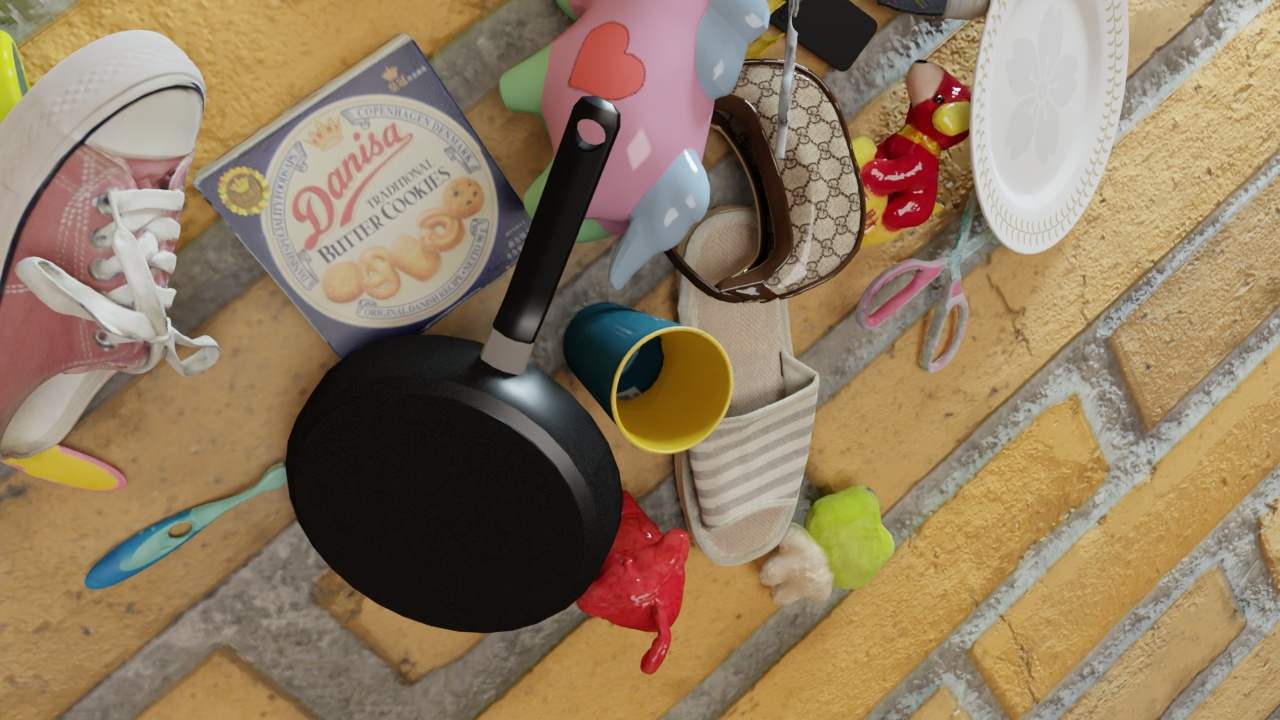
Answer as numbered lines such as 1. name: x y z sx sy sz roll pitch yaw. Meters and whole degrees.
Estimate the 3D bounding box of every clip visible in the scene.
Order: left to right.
1. clip: 0.068 -0.212 0.593 0.045 0.048 0.054 50 43 -12

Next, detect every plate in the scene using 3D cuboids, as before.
1. plate: 0.305 -0.201 0.688 0.241 0.016 0.243 -14 112 -40

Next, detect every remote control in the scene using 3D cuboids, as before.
1. remote control: 0.092 -0.246 0.609 0.151 0.020 0.041 24 116 -27

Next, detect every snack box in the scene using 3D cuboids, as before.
1. snack box: -0.154 -0.088 0.538 0.144 0.042 0.145 -38 117 -8

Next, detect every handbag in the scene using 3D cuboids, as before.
1. handbag: 0.068 -0.120 0.600 0.138 0.063 0.166 -17 93 -16

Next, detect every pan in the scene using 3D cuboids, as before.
1. pan: -0.086 0.024 0.508 0.204 0.044 0.357 24 122 -3

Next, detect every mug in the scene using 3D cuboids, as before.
1. mug: -0.003 0.003 0.586 0.078 0.121 0.078 -6 107 -22

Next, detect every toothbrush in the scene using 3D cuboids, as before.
1. toothbrush: -0.354 0.045 0.506 0.135 0.016 0.021 30 91 -27
2. toothbrush: -0.273 0.099 0.560 0.135 0.017 0.022 -31 115 -10

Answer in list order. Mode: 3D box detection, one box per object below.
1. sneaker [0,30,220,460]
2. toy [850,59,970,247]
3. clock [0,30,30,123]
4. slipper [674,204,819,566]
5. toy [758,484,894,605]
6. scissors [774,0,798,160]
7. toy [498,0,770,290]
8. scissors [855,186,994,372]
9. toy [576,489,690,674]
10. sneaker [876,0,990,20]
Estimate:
1. sneaker: -0.265 -0.038 0.451 0.088 0.118 0.241 35 109 7
2. toy: 0.190 -0.140 0.664 0.105 0.067 0.137 35 98 -35
3. clock: -0.323 -0.129 0.432 0.057 0.083 0.119 -13 113 -25
4. slipper: 0.074 0.024 0.667 0.114 0.054 0.273 -11 107 -27
5. toy: 0.149 0.155 0.742 0.117 0.043 0.092 -31 117 -9
6. scissors: 0.088 -0.204 0.533 0.014 0.141 0.175 5 108 9
7. toy: 0.007 -0.160 0.519 0.120 0.171 0.222 15 58 -60
8. scissors: 0.238 -0.058 0.716 0.170 0.014 0.169 -37 131 -13
9. toy: 0.007 0.164 0.640 0.088 0.133 0.094 -30 124 -2
10. sneaker: 0.191 -0.346 0.604 0.079 0.087 0.236 -2 108 9
